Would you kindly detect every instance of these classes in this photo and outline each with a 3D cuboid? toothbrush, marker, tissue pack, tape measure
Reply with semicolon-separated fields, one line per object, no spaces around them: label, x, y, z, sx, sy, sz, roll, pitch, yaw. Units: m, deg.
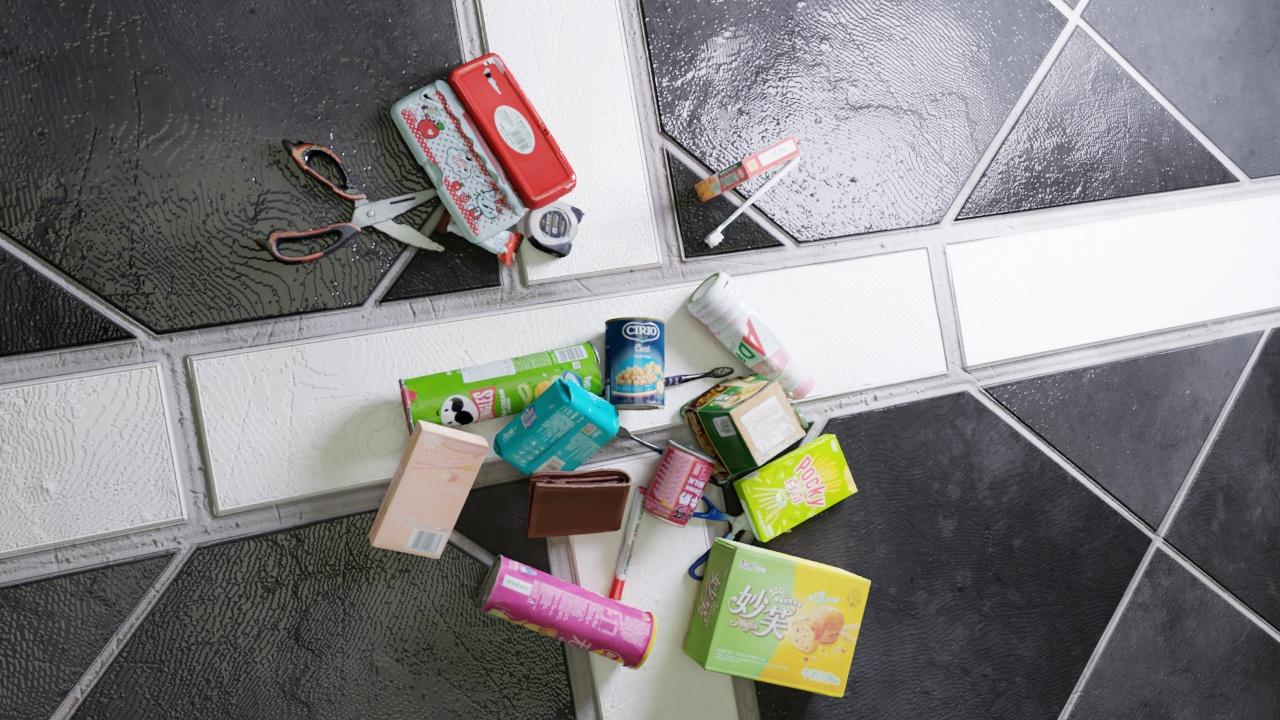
toothbrush;0.152;-0.213;1.223;0.180;0.016;0.016;-44;107;-12
toothbrush;0.038;0.124;1.182;0.181;0.018;0.015;28;80;-15
toothbrush;0.034;0.028;1.183;0.189;0.017;0.014;-10;85;-14
marker;-0.014;0.231;1.162;0.017;0.017;0.145;16;84;-15
tissue pack;-0.098;0.085;1.088;0.134;0.050;0.093;-40;129;14
tape measure;-0.110;-0.167;1.138;0.066;0.034;0.065;24;80;-16

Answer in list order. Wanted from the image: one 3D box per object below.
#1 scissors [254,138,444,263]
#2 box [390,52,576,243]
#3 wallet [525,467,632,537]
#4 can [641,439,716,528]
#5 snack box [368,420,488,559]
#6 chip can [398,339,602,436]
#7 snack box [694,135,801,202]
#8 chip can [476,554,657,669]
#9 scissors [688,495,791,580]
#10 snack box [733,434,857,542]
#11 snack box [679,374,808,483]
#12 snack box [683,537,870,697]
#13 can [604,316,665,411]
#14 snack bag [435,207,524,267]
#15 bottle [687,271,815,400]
scissors;-0.341;-0.173;1.082;0.225;0.015;0.188;36;79;-11
box;-0.188;-0.257;1.102;0.158;0.039;0.201;-31;86;-15
wallet;-0.076;0.174;1.114;0.124;0.032;0.101;0;132;-15
can;0.047;0.154;1.144;0.066;0.066;0.094;24;90;-14
snack box;-0.245;0.151;1.059;0.084;0.026;0.157;19;102;-29
chip can;-0.165;0.032;1.097;0.235;0.072;0.072;-12;92;-16
snack box;0.130;-0.237;1.144;0.077;0.156;0.027;-28;98;-15
chip can;-0.088;0.305;1.111;0.210;0.071;0.071;25;82;-13
scissors;0.115;0.217;1.201;0.174;0.012;0.162;31;79;-14
snack box;0.206;0.167;1.216;0.156;0.026;0.086;-24;95;-20
snack box;0.136;0.081;1.158;0.117;0.106;0.118;-31;95;-19
snack box;0.177;0.330;1.179;0.210;0.070;0.157;18;84;-19
can;-0.007;0.007;1.135;0.075;0.075;0.111;2;82;-16
snack bag;-0.194;-0.155;1.118;0.104;0.026;0.048;23;75;-13
bottle;0.149;-0.027;1.191;0.197;0.068;0.068;44;78;-13
